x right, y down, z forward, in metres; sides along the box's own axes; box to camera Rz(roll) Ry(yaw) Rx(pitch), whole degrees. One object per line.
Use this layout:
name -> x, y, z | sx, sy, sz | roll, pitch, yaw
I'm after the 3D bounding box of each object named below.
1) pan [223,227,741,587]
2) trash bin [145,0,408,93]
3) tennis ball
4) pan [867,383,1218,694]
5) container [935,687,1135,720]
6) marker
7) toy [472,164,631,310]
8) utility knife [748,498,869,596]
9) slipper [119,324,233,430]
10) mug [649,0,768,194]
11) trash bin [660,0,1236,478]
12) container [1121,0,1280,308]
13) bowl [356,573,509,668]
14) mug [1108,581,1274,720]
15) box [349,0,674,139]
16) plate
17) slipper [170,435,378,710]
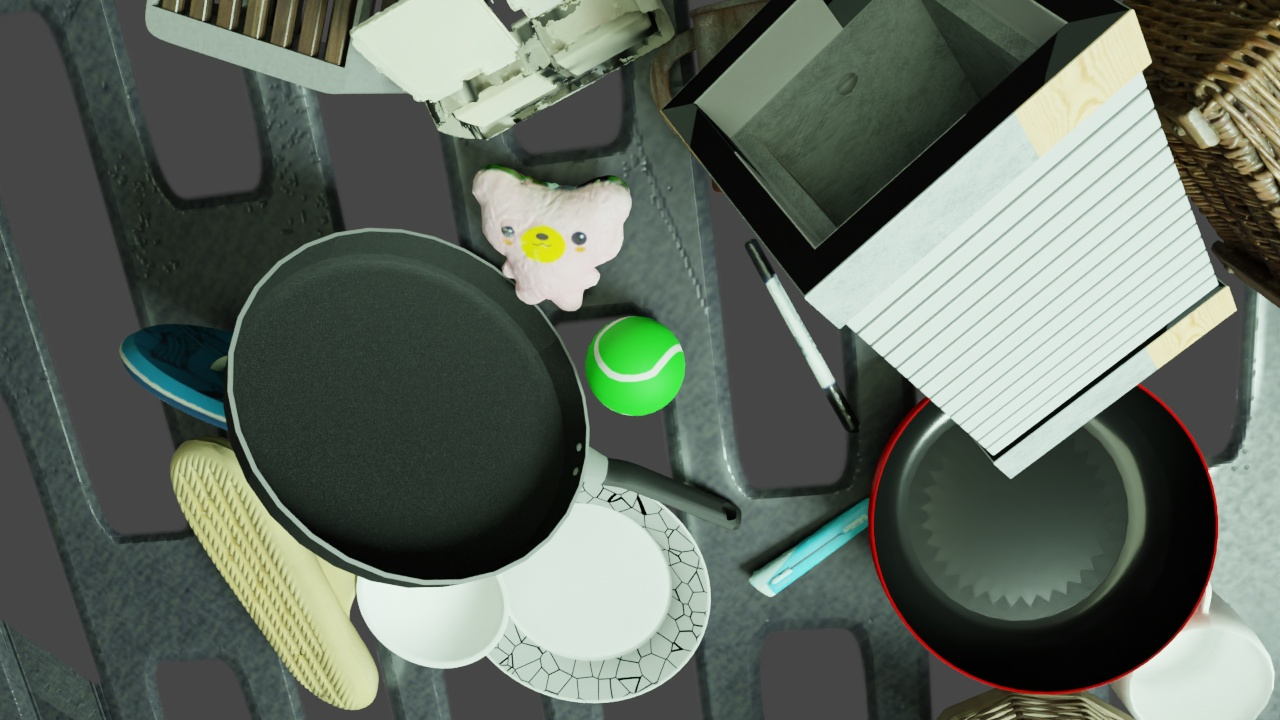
pan -> -0.079, 0.051, 0.581 | 0.356, 0.224, 0.034 | 25, 142, -27
trash bin -> -0.173, -0.277, 0.511 | 0.114, 0.114, 0.229 | 18, 108, 1
tennis ball -> -0.004, 0.004, 0.601 | 0.065, 0.065, 0.065 | 2, 107, 6
pan -> 0.267, 0.030, 0.578 | 0.209, 0.067, 0.356 | 14, 91, 3
container -> 0.286, 0.352, 0.603 | 0.227, 0.196, 0.227 | 2, 107, 6
marker -> 0.109, -0.014, 0.612 | 0.011, 0.011, 0.152 | -28, 101, 14
toy -> -0.059, -0.078, 0.591 | 0.102, 0.050, 0.093 | 11, 111, 7
utility knife -> 0.128, 0.128, 0.650 | 0.118, 0.015, 0.022 | -40, 98, 13
slipper -> -0.185, 0.030, 0.605 | 0.295, 0.118, 0.060 | 26, 103, -2
mug -> 0.064, -0.155, 0.539 | 0.123, 0.096, 0.110 | 0, 103, 27
trash bin -> 0.159, -0.072, 0.455 | 0.143, 0.142, 0.246 | -42, 138, 16
container -> 0.364, -0.134, 0.450 | 0.250, 0.162, 0.183 | 39, 113, -21
bowl -> -0.143, 0.161, 0.659 | 0.110, 0.040, 0.110 | 2, 107, 7
mug -> 0.360, 0.187, 0.612 | 0.094, 0.068, 0.116 | 2, 107, 6
box -> -0.062, -0.183, 0.499 | 0.145, 0.185, 0.065 | -25, 76, 9
plate -> -0.043, 0.168, 0.681 | 0.189, 0.016, 0.189 | 2, 107, 6
slipper -> -0.248, 0.147, 0.670 | 0.111, 0.079, 0.262 | 5, 125, 29
